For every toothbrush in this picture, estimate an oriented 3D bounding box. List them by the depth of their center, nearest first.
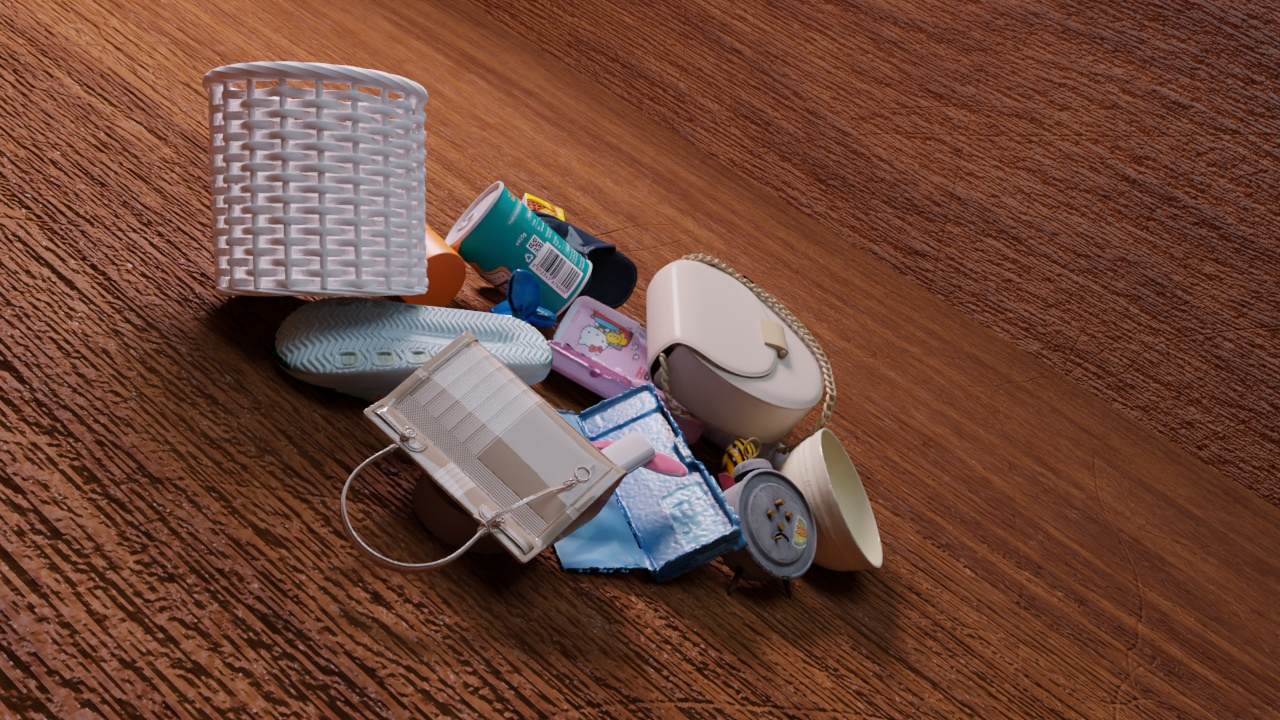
[{"bbox_3d":[-0.020,0.083,0.836,0.135,0.016,0.021,14,47,17],"label":"toothbrush"}]

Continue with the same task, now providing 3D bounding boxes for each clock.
[{"bbox_3d":[0.115,0.144,0.864,0.103,0.056,0.147,13,60,-36],"label":"clock"}]

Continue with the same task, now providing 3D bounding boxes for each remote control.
[{"bbox_3d":[-0.046,0.102,0.797,0.130,0.012,0.033,-29,51,-26],"label":"remote control"}]

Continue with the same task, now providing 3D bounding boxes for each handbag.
[{"bbox_3d":[-0.137,0.086,0.682,0.175,0.062,0.197,41,39,11],"label":"handbag"},{"bbox_3d":[0.101,-0.007,1.032,0.208,0.104,0.210,24,37,-19],"label":"handbag"}]

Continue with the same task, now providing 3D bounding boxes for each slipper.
[{"bbox_3d":[-0.202,0.002,0.829,0.245,0.074,0.104,3,38,-18],"label":"slipper"},{"bbox_3d":[-0.089,-0.121,1.198,0.265,0.109,0.083,15,10,-43],"label":"slipper"}]

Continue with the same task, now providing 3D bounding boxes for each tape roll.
[{"bbox_3d":[-0.133,0.111,0.735,0.093,0.030,0.093,25,22,-11],"label":"tape roll"}]

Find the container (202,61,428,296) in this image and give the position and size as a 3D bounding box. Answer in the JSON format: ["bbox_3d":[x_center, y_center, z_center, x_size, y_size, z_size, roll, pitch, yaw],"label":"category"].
[{"bbox_3d":[-0.287,-0.154,0.828,0.189,0.187,0.189,0,6,0],"label":"container"}]

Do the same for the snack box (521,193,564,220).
[{"bbox_3d":[-0.148,-0.171,1.279,0.061,0.084,0.105,21,23,-18],"label":"snack box"}]

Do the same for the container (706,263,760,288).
[{"bbox_3d":[0.104,-0.053,1.245,0.127,0.148,0.200,38,32,24],"label":"container"}]

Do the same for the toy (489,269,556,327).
[{"bbox_3d":[-0.131,-0.041,0.984,0.071,0.113,0.176,26,5,-2],"label":"toy"}]

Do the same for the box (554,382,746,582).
[{"bbox_3d":[-0.024,0.111,0.857,0.175,0.060,0.231,-8,35,-18],"label":"box"}]

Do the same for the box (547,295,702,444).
[{"bbox_3d":[-0.006,0.005,1.038,0.201,0.101,0.111,29,-3,0],"label":"box"}]

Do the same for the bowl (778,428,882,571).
[{"bbox_3d":[0.185,0.153,0.950,0.151,0.075,0.150,52,24,-35],"label":"bowl"}]

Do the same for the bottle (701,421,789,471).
[{"bbox_3d":[0.117,0.092,1.076,0.136,0.044,0.044,33,22,10],"label":"bottle"}]

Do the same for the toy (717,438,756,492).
[{"bbox_3d":[0.110,0.132,0.951,0.084,0.046,0.103,8,63,-50],"label":"toy"}]

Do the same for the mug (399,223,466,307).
[{"bbox_3d":[-0.245,-0.108,1.036,0.096,0.077,0.112,42,5,29],"label":"mug"}]

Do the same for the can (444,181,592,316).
[{"bbox_3d":[-0.143,-0.125,1.080,0.144,0.099,0.099,41,16,-23],"label":"can"}]
